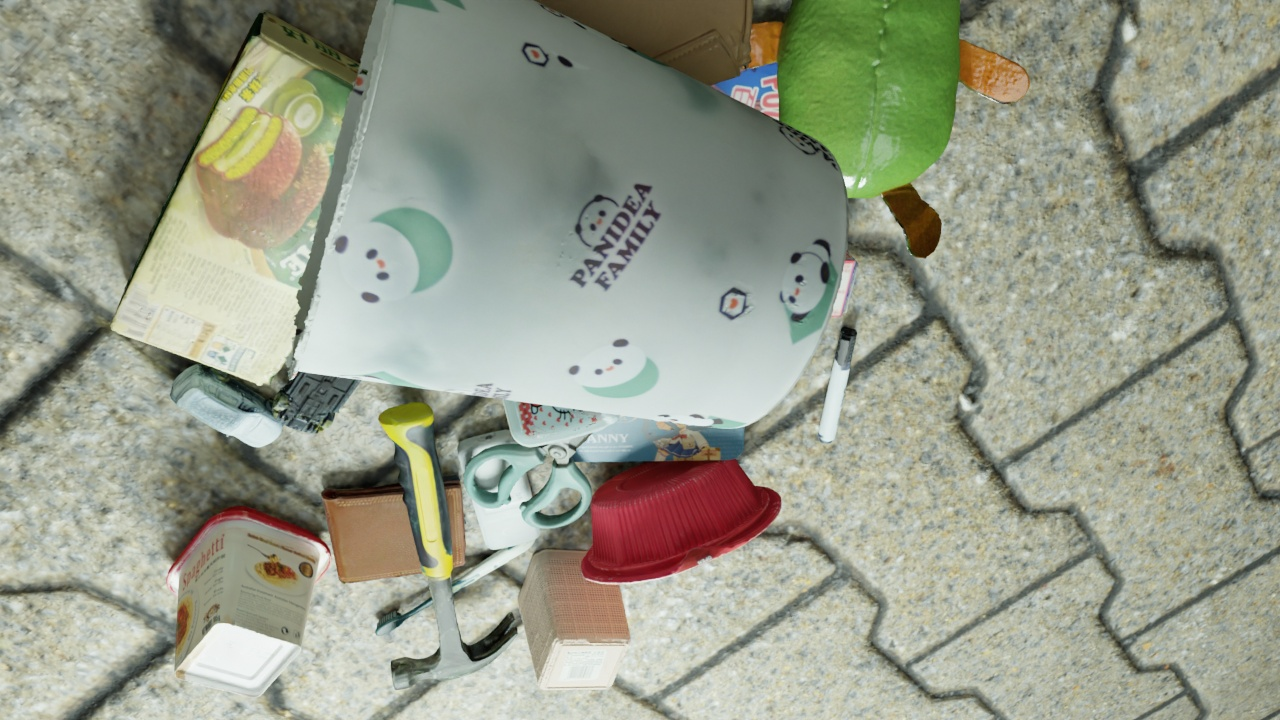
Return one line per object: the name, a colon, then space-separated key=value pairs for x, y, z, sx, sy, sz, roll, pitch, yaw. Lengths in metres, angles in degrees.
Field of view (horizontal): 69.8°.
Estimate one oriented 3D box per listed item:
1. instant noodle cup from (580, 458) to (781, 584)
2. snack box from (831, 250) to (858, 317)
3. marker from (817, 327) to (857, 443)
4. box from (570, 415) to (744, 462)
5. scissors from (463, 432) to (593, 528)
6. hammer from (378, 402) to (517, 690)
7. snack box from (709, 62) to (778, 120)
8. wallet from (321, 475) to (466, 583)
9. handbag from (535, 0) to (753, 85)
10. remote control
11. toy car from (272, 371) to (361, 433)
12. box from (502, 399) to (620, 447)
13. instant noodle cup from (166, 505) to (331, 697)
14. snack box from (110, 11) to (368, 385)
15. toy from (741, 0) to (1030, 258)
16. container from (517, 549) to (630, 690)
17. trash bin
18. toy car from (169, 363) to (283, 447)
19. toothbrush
instant noodle cup: x=0.028 y=0.130 z=0.829 sx=0.194 sy=0.194 sz=0.066 roll=-19 pitch=98 yaw=-2
snack box: x=0.070 y=-0.068 z=0.753 sx=0.207 sy=0.057 sz=0.058 roll=-2 pitch=123 yaw=-14
marker: x=0.187 y=0.027 z=0.879 sx=0.022 sy=0.018 sz=0.131 roll=-39 pitch=143 yaw=-45
box: x=-0.001 y=0.038 z=0.789 sx=0.184 sy=0.059 sz=0.090 roll=-4 pitch=127 yaw=2
scissors: x=-0.070 y=0.095 z=0.789 sx=0.139 sy=0.019 sz=0.180 roll=33 pitch=129 yaw=-21
hammer: x=-0.184 y=0.176 z=0.836 sx=0.126 sy=0.032 sz=0.324 roll=-9 pitch=123 yaw=-14
snack box: x=0.079 y=-0.188 z=0.686 sx=0.157 sy=0.026 sz=0.085 roll=3 pitch=122 yaw=-18
wallet: x=-0.224 y=0.154 z=0.847 sx=0.124 sy=0.032 sz=0.101 roll=-6 pitch=124 yaw=-13
handbag: x=-0.030 y=-0.225 z=0.580 sx=0.205 sy=0.099 sz=0.148 roll=-18 pitch=129 yaw=10
remote control: x=-0.130 y=0.122 z=0.855 sx=0.056 sy=0.020 sz=0.136 roll=-14 pitch=127 yaw=-7
toy car: x=-0.252 y=0.012 z=0.733 sx=0.049 sy=0.031 sz=0.106 roll=29 pitch=108 yaw=-36
box: x=-0.037 y=-0.049 z=0.661 sx=0.157 sy=0.201 sz=0.038 roll=-13 pitch=162 yaw=-7
instant noodle cup: x=-0.341 y=0.211 z=0.793 sx=0.116 sy=0.124 sz=0.116 roll=32 pitch=112 yaw=-33
snack box: x=-0.258 y=-0.102 z=0.629 sx=0.114 sy=0.063 sz=0.241 roll=24 pitch=115 yaw=-30
toy: x=0.156 y=-0.194 z=0.634 sx=0.227 sy=0.090 sz=0.247 roll=5 pitch=101 yaw=-4
container: x=-0.065 y=0.261 z=0.918 sx=0.090 sy=0.110 sz=0.090 roll=7 pitch=122 yaw=-21
trash bin: x=-0.042 y=-0.075 z=0.511 sx=0.251 sy=0.229 sz=0.230 roll=14 pitch=120 yaw=-23
toy car: x=-0.327 y=0.039 z=0.731 sx=0.043 sy=0.034 sz=0.090 roll=-40 pitch=127 yaw=10
toothbrush: x=-0.186 y=0.223 z=0.918 sx=0.192 sy=0.018 sz=0.016 roll=-32 pitch=127 yaw=5
